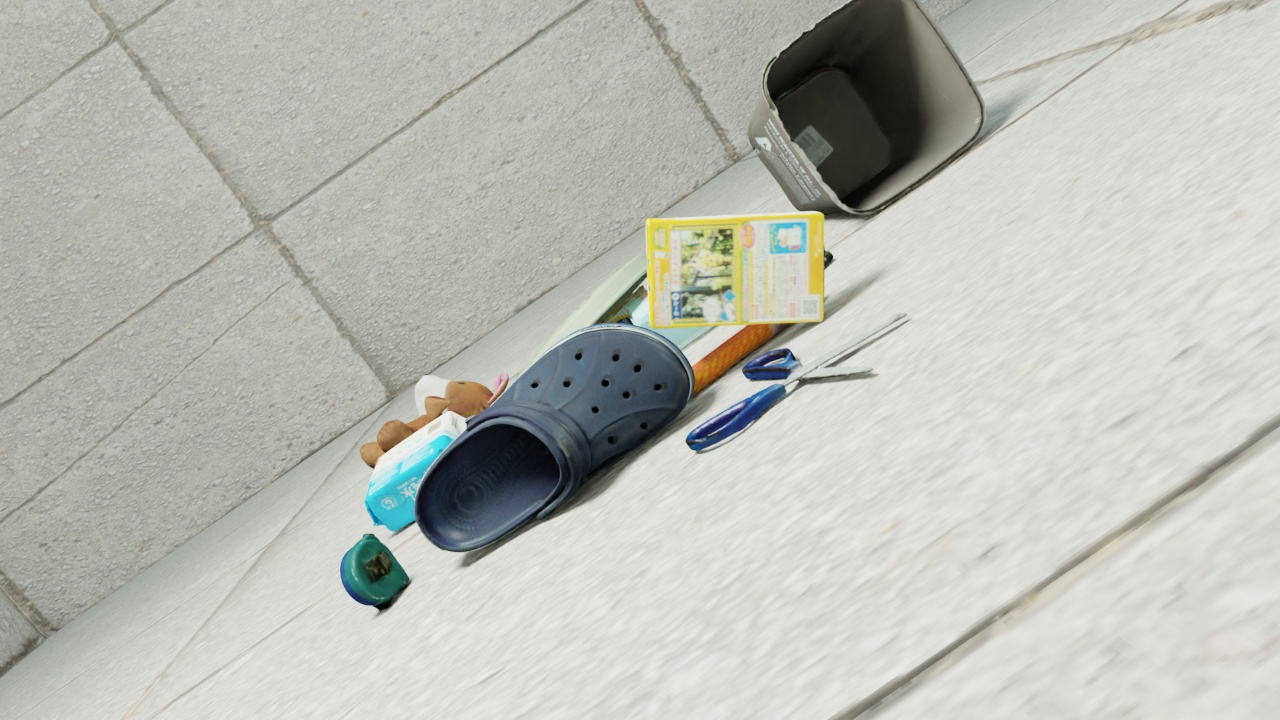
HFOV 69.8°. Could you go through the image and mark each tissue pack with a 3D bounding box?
[{"bbox_3d":[-0.239,0.124,1.023,0.140,0.063,0.090,-33,24,11],"label":"tissue pack"}]

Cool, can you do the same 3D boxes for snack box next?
[{"bbox_3d":[0.072,-0.076,0.980,0.175,0.051,0.074,-34,24,1],"label":"snack box"},{"bbox_3d":[0.075,-0.072,0.733,0.140,0.087,0.033,-3,12,-1],"label":"snack box"}]

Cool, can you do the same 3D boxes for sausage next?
[{"bbox_3d":[0.089,-0.017,0.776,0.165,0.021,0.021,-36,10,-8],"label":"sausage"}]

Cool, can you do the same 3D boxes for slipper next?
[{"bbox_3d":[-0.077,0.059,0.713,0.253,0.105,0.095,-36,3,6],"label":"slipper"}]

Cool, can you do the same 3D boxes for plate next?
[{"bbox_3d":[-0.067,-0.040,1.066,0.230,0.027,0.230,-47,2,2],"label":"plate"}]

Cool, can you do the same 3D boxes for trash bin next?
[{"bbox_3d":[0.233,-0.272,1.051,0.198,0.199,0.220,-35,4,-3],"label":"trash bin"}]

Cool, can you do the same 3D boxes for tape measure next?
[{"bbox_3d":[-0.225,0.179,0.773,0.025,0.058,0.054,-31,9,22],"label":"tape measure"}]

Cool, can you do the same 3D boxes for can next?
[{"bbox_3d":[-0.021,-0.032,1.068,0.075,0.049,0.147,-45,2,40],"label":"can"}]

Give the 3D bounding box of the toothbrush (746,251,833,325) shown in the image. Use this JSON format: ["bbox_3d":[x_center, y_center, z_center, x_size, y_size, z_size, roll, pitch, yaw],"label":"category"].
[{"bbox_3d":[0.121,-0.049,0.854,0.185,0.012,0.017,-40,1,-28],"label":"toothbrush"}]

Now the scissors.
[{"bbox_3d":[0.102,0.012,0.635,0.176,0.012,0.162,-33,10,3],"label":"scissors"}]

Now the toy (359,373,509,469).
[{"bbox_3d":[-0.260,0.082,1.179,0.199,0.130,0.140,-31,0,-38],"label":"toy"}]
